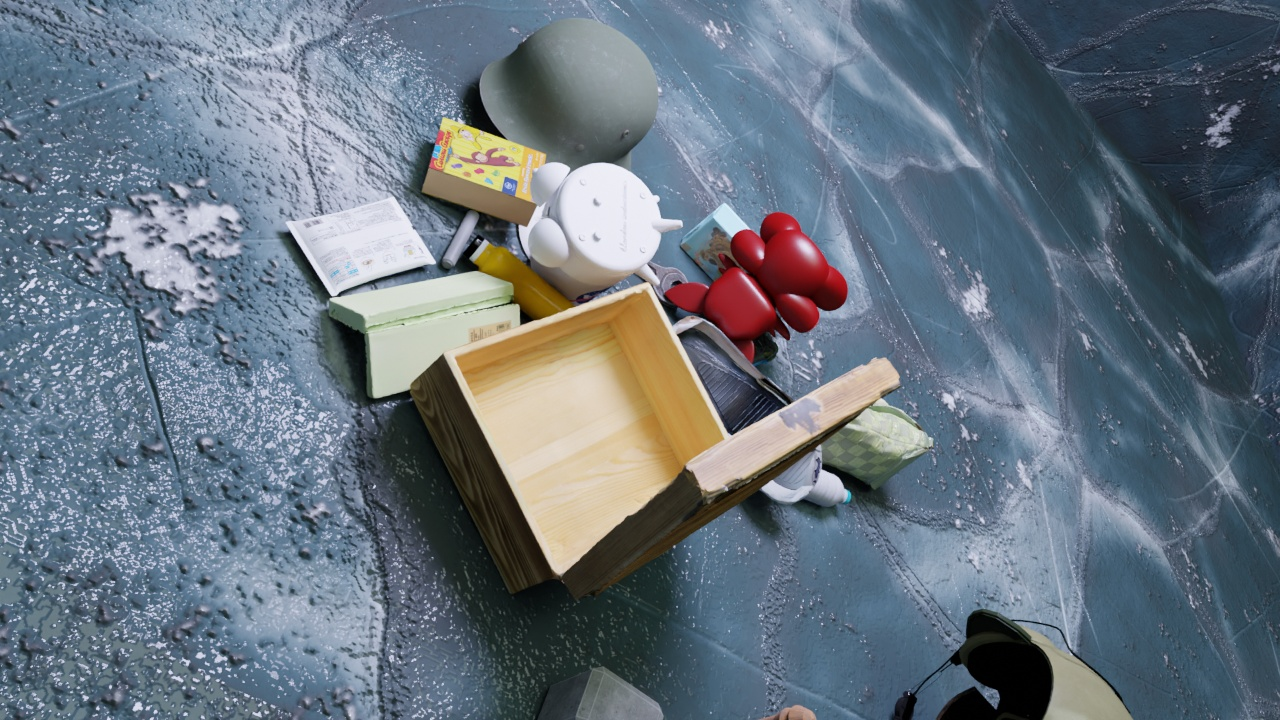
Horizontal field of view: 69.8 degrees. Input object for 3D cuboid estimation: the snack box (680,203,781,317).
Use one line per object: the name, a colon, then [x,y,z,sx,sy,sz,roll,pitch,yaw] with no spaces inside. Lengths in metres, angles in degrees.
snack box: [0.144,-0.131,1.291,0.174,0.075,0.053,46,43,-8]

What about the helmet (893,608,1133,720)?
helmet: [0.402,0.424,0.996,0.233,0.256,0.249,43,44,-6]

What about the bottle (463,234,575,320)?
bottle: [-0.135,-0.085,1.037,0.143,0.043,0.043,40,44,-14]

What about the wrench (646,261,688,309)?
wrench: [-0.042,-0.153,1.189,0.273,0.010,0.069,33,46,-20]

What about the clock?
clock: [-0.041,-0.150,0.990,0.160,0.073,0.125,8,74,-27]

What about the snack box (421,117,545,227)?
snack box: [-0.180,-0.218,1.065,0.125,0.040,0.088,17,50,-17]

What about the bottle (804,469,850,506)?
bottle: [0.218,0.158,1.185,0.136,0.044,0.044,24,50,-28]

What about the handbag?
handbag: [0.300,0.094,1.254,0.186,0.113,0.116,24,42,-27]

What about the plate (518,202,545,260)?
plate: [-0.087,-0.150,1.134,0.134,0.011,0.134,16,60,-30]

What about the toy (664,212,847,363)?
toy: [0.156,-0.089,1.194,0.158,0.197,0.120,52,2,5]

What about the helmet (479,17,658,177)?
helmet: [-0.074,-0.348,1.184,0.267,0.154,0.227,-19,77,-46]

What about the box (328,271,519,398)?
box: [-0.218,-0.034,0.942,0.187,0.082,0.098,-14,117,-46]

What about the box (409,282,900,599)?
box: [0.021,0.055,0.849,0.278,0.337,0.286,-23,85,-43]

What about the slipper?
slipper: [0.123,0.060,1.140,0.111,0.063,0.264,-43,85,-7]

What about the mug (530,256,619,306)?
mug: [-0.059,-0.126,1.072,0.121,0.090,0.091,-42,99,-30]

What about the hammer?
hammer: [0.017,0.305,0.704,0.083,0.319,0.162,39,44,-15]

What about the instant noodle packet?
instant noodle packet: [-0.283,-0.121,0.942,0.134,0.026,0.087,-28,83,-48]

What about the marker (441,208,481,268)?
marker: [-0.197,-0.155,1.049,0.016,0.016,0.140,34,45,-20]

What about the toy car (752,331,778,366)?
toy car: [0.138,-0.009,1.235,0.105,0.032,0.048,-21,71,-34]
